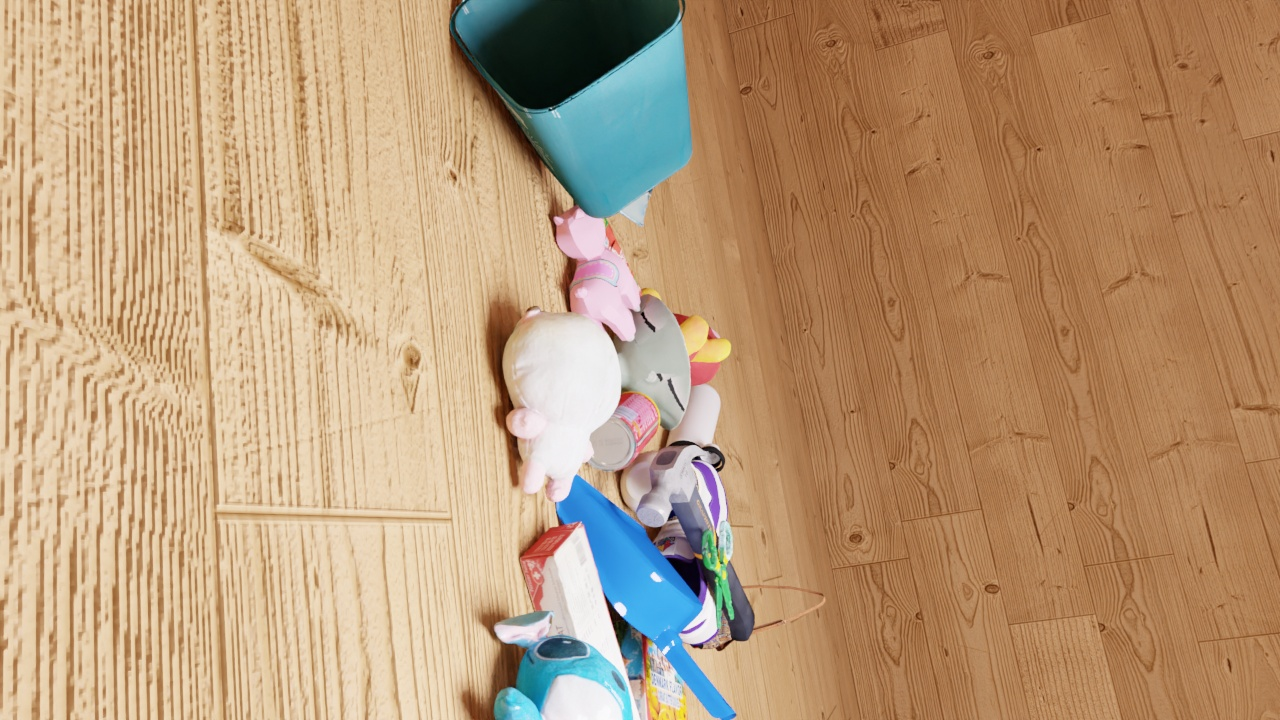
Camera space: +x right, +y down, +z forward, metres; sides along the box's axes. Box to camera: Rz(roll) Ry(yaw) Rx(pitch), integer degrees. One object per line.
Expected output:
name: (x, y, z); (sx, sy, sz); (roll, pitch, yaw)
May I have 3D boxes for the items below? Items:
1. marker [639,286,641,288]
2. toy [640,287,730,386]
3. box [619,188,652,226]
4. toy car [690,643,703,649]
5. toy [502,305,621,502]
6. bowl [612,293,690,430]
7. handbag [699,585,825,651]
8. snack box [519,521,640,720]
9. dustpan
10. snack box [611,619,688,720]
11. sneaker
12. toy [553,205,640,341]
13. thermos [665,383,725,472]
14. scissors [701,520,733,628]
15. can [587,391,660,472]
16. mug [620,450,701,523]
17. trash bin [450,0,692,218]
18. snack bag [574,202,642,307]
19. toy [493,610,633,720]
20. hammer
marker: (-0.001, -0.099, 1.374); (0.123, 0.015, 0.018); (48, 37, -56)
toy: (0.054, -0.027, 1.333); (0.147, 0.099, 0.216); (40, 0, 19)
box: (-0.055, -0.285, 1.247); (0.175, 0.060, 0.242); (50, 26, -24)
toy car: (0.063, 0.338, 1.223); (0.042, 0.036, 0.091); (58, 15, -47)
toy: (-0.076, 0.041, 0.862); (0.138, 0.102, 0.179); (30, 66, -53)
bowl: (-0.007, 0.007, 1.152); (0.174, 0.067, 0.174); (33, -52, 57)
handbag: (0.161, 0.345, 1.260); (0.043, 0.196, 0.093); (61, 24, -29)
snack box: (-0.047, 0.292, 0.857); (0.076, 0.044, 0.273); (-38, 114, -67)
dustpan: (0.024, 0.256, 0.958); (0.257, 0.059, 0.245); (45, -3, 32)
snack box: (0.012, 0.369, 1.005); (0.142, 0.040, 0.144); (51, 30, -56)
sneaker: (0.053, 0.233, 1.183); (0.111, 0.092, 0.243); (48, 38, -54)
toy: (-0.056, -0.101, 1.088); (0.123, 0.067, 0.157); (-78, 146, -51)
thermos: (0.091, 0.105, 1.381); (0.068, 0.101, 0.229); (57, 22, -17)
scissors: (0.097, 0.248, 1.078); (0.107, 0.012, 0.132); (-45, 124, -57)
can: (-0.022, 0.080, 1.061); (0.124, 0.067, 0.067); (-38, 114, -73)
mug: (0.013, 0.145, 1.131); (0.112, 0.086, 0.089); (45, 6, 24)
trash bin: (-0.052, -0.289, 0.978); (0.196, 0.199, 0.219); (53, -5, 28)
snack bag: (-0.048, -0.142, 1.211); (0.155, 0.044, 0.087); (63, 29, -26)
toy: (-0.057, 0.306, 0.702); (0.224, 0.099, 0.191); (59, 26, -14)
hammer: (0.079, 0.231, 1.096); (0.313, 0.035, 0.139); (66, 32, -32)
